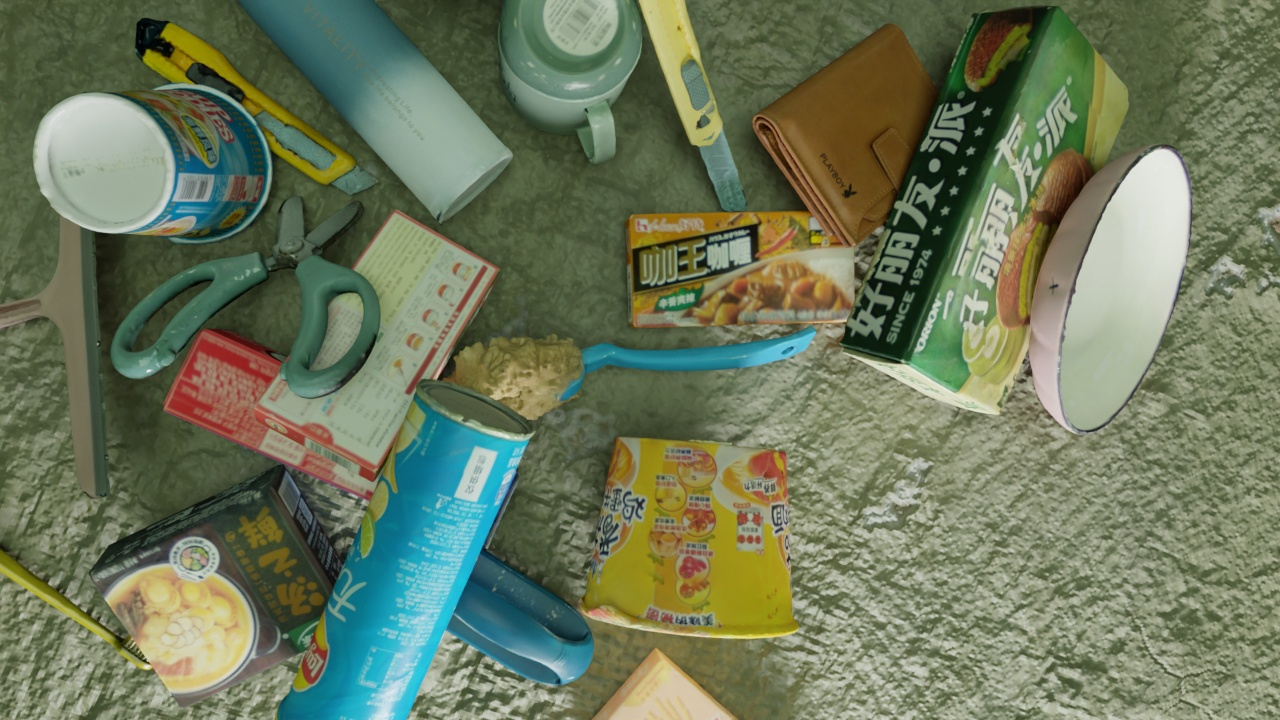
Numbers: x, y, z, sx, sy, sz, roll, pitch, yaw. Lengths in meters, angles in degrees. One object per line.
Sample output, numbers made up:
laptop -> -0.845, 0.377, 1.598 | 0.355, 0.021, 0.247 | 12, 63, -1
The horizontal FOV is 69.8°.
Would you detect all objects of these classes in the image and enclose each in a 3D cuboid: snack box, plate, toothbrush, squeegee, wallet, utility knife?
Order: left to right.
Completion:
squeegee -> -0.434, -0.021, 0.541 | 0.249, 0.040, 0.247 | -9, 78, -2
toothbrush -> -0.379, 0.131, 0.568 | 0.190, 0.016, 0.016 | 39, 82, -8
snack box -> -0.240, 0.143, 0.556 | 0.113, 0.053, 0.126 | -26, 108, -5
utility knife -> -0.240, -0.157, 0.573 | 0.170, 0.015, 0.033 | 35, 90, -9
snack box -> -0.180, 0.049, 0.572 | 0.207, 0.057, 0.058 | 26, 86, -8
snack box -> -0.154, -0.013, 0.551 | 0.077, 0.027, 0.155 | 29, 60, -6
utility knife -> 0.031, -0.169, 0.555 | 0.031, 0.022, 0.212 | -32, 139, -6
snack box -> 0.041, 0.281, 0.631 | 0.157, 0.026, 0.084 | 43, 86, -8
snack box -> 0.067, -0.061, 0.617 | 0.153, 0.026, 0.075 | -2, 92, -8
wallet -> 0.149, -0.149, 0.607 | 0.131, 0.031, 0.108 | -37, 97, -21
snack box -> 0.226, -0.094, 0.600 | 0.114, 0.063, 0.240 | 24, 89, -37
plate -> 0.306, -0.047, 0.609 | 0.192, 0.039, 0.193 | -18, 118, -39

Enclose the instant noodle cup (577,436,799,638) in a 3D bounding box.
instant noodle cup -> 0.033, 0.105, 0.572 | 0.138, 0.138, 0.109 | 6, 84, -9

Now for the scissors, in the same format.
scissors -> -0.204, -0.031, 0.524 | 0.181, 0.019, 0.169 | 30, 59, 29

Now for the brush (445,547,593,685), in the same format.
brush -> -0.092, 0.158, 0.581 | 0.144, 0.073, 0.055 | 35, 79, -7

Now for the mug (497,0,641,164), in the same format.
mug -> -0.040, -0.175, 0.556 | 0.082, 0.106, 0.112 | -20, 96, -8

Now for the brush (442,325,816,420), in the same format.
brush -> -0.004, 0.004, 0.594 | 0.254, 0.083, 0.045 | -7, 60, -15

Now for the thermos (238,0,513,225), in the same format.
thermos -> -0.174, -0.185, 0.555 | 0.070, 0.070, 0.220 | -43, 99, -4

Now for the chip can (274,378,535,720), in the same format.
chip can -> -0.132, 0.119, 0.514 | 0.071, 0.071, 0.210 | 23, 96, -9

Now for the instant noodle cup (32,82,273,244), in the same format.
instant noodle cup -> -0.274, -0.109, 0.516 | 0.099, 0.110, 0.099 | -1, 102, -3
